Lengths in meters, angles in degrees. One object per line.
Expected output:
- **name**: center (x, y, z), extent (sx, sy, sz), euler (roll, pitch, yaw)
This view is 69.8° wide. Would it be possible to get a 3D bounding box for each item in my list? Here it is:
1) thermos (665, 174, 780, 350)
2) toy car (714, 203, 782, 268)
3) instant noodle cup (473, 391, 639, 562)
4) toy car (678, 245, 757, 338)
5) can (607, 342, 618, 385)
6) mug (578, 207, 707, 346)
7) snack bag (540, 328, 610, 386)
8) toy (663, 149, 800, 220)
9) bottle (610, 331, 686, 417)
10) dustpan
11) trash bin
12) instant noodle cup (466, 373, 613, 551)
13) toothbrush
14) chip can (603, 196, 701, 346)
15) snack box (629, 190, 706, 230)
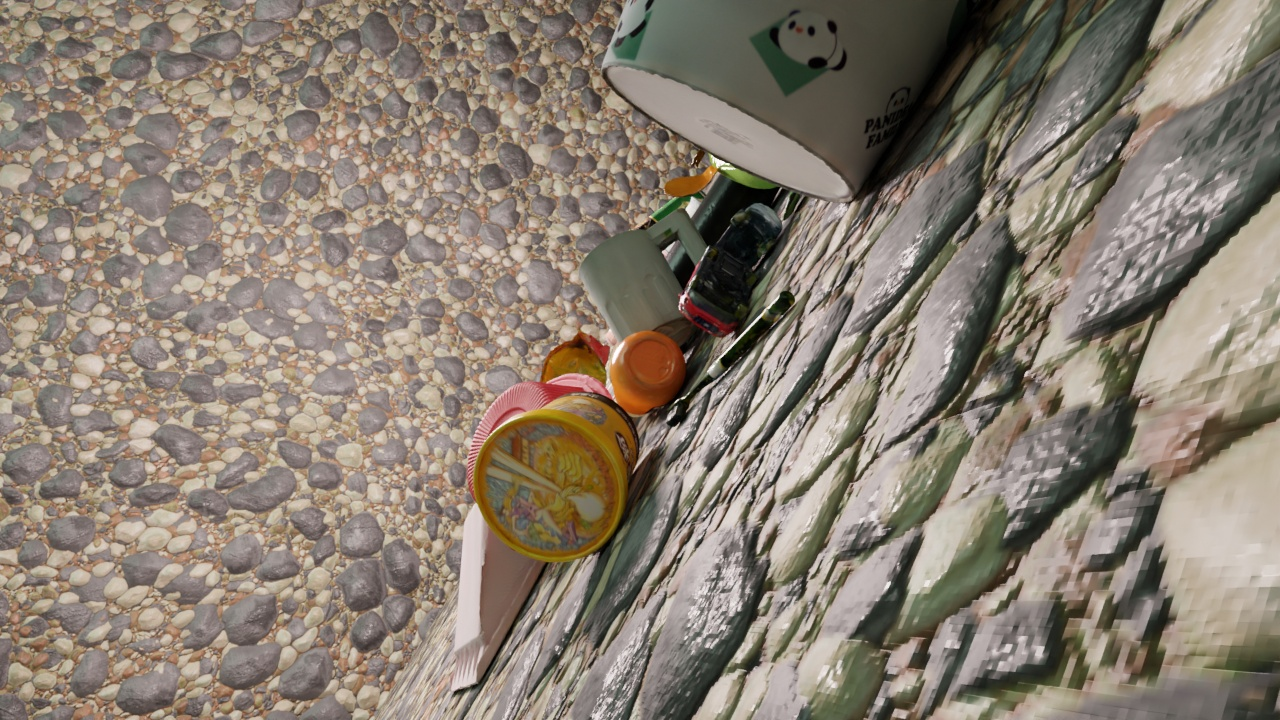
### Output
- **thermos**: center (0.076, -0.125, 0.955), extent (0.242, 0.068, 0.090), euler (-58, 8, -5)
- **toy car**: center (0.091, -0.100, 0.808), extent (0.034, 0.043, 0.091), euler (-42, -7, -41)
- **instant noodle cup**: center (-0.058, 0.084, 0.735), extent (0.119, 0.118, 0.114), euler (-56, -3, 18)
- **toy car**: center (0.061, -0.053, 0.745), extent (0.045, 0.053, 0.120), euler (-57, 2, 27)
- **can**: center (-0.006, 0.006, 1.008), extent (0.058, 0.058, 0.116), euler (-57, 4, 5)
- **mug**: center (0.015, -0.071, 0.879), extent (0.124, 0.103, 0.083), euler (-33, -21, 13)
- **snack bag**: center (-0.064, 0.030, 1.097), extent (0.208, 0.073, 0.128), euler (54, -140, -82)
- **toy**: center (0.118, -0.223, 0.868), extent (0.227, 0.090, 0.246), euler (-38, 25, 8)
- **bottle**: center (0.001, 0.021, 0.849), extent (0.066, 0.067, 0.150), euler (-59, -3, -17)
- **dustpan**: center (-0.129, 0.244, 1.048), extent (0.223, 0.138, 0.273), euler (134, 139, -64)
- **trash bin**: center (0.111, -0.253, 0.577), extent (0.252, 0.229, 0.229), euler (-63, 4, 4)
- **instant noodle cup**: center (-0.109, 0.092, 0.915), extent (0.194, 0.065, 0.193), euler (-26, 50, 35)
- **toothbrush**: center (0.058, 0.004, 0.642), extent (0.186, 0.012, 0.017), euler (-51, 14, 55)
- **chip can**: center (0.039, -0.100, 1.180), extent (0.215, 0.071, 0.071), euler (-57, 4, 13)
- **snack box**: center (0.063, -0.175, 1.265), extent (0.105, 0.118, 0.117), euler (-45, 6, 4)
